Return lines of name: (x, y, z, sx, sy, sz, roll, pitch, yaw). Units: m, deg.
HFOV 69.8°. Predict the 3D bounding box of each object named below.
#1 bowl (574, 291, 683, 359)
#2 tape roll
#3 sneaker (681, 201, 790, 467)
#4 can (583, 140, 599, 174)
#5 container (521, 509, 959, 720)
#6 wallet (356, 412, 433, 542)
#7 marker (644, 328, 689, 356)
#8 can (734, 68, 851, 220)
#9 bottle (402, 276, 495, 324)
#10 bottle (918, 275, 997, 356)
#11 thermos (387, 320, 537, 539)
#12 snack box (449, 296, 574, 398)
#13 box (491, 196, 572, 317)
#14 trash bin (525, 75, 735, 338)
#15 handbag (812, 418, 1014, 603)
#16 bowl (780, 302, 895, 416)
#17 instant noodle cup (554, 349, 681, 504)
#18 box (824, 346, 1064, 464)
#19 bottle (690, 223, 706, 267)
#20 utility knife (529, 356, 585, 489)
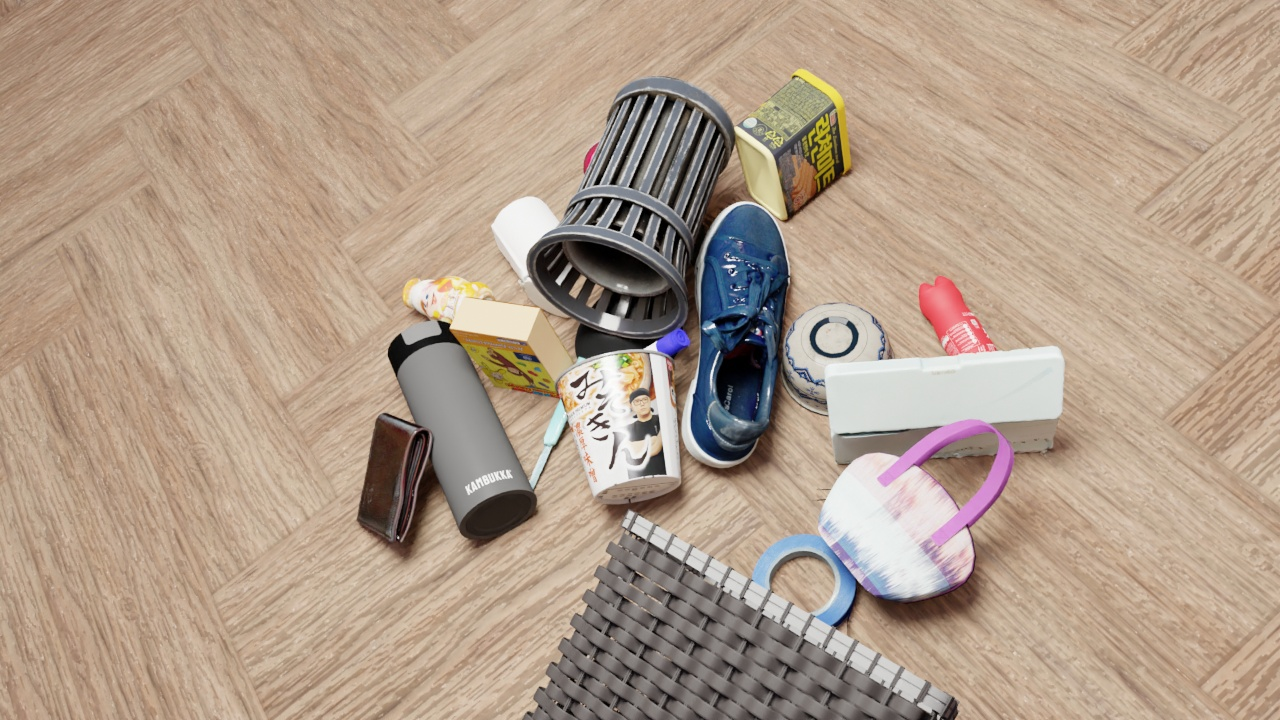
bowl: (-0.020, -0.039, 0.998, 0.124, 0.052, 0.123, -7, 60, 12)
tape roll: (0.149, 0.204, 0.834, 0.093, 0.016, 0.091, 3, 62, 17)
sneaker: (0.104, -0.048, 0.909, 0.120, 0.127, 0.293, 15, 64, -12)
can: (-0.019, -0.210, 1.088, 0.063, 0.063, 0.114, -33, 58, -5)
container: (0.060, 0.295, 0.669, 0.246, 0.247, 0.243, 26, 79, 26)
wallet: (-0.259, 0.119, 0.948, 0.099, 0.031, 0.120, 10, 87, 52)
marker: (-0.006, 0.006, 0.944, 0.142, 0.020, 0.020, -31, 49, 40)
can: (0.167, -0.234, 1.011, 0.101, 0.131, 0.072, -40, 59, -6)
bottle: (-0.223, -0.068, 1.066, 0.109, 0.063, 0.063, 15, 66, 22)
bottle: (0.317, -0.021, 0.899, 0.042, 0.042, 0.141, -22, 58, 2)
thermos: (-0.193, 0.066, 0.970, 0.082, 0.082, 0.240, -30, 58, -2)
snack box: (-0.132, -0.012, 0.971, 0.088, 0.126, 0.040, 9, 64, 20)
box: (-0.112, -0.111, 1.054, 0.091, 0.081, 0.161, -29, 58, -17)
trash bin: (0.002, -0.163, 0.939, 0.164, 0.164, 0.226, 10, 61, 20)
handbag: (0.245, 0.120, 0.791, 0.170, 0.068, 0.144, -47, 57, 13)
bowl: (0.195, -0.009, 0.916, 0.116, 0.059, 0.115, -7, 60, 12)
instant noodle cup: (-0.014, 0.070, 0.904, 0.124, 0.123, 0.121, -15, 67, 7)
box: (0.268, 0.050, 0.818, 0.197, 0.136, 0.043, -4, 42, 14)
bottle: (0.067, -0.123, 1.038, 0.025, 0.025, 0.106, -16, 58, 7)
utility knife: (-0.091, 0.072, 0.971, 0.022, 0.015, 0.168, 10, 70, 39)
